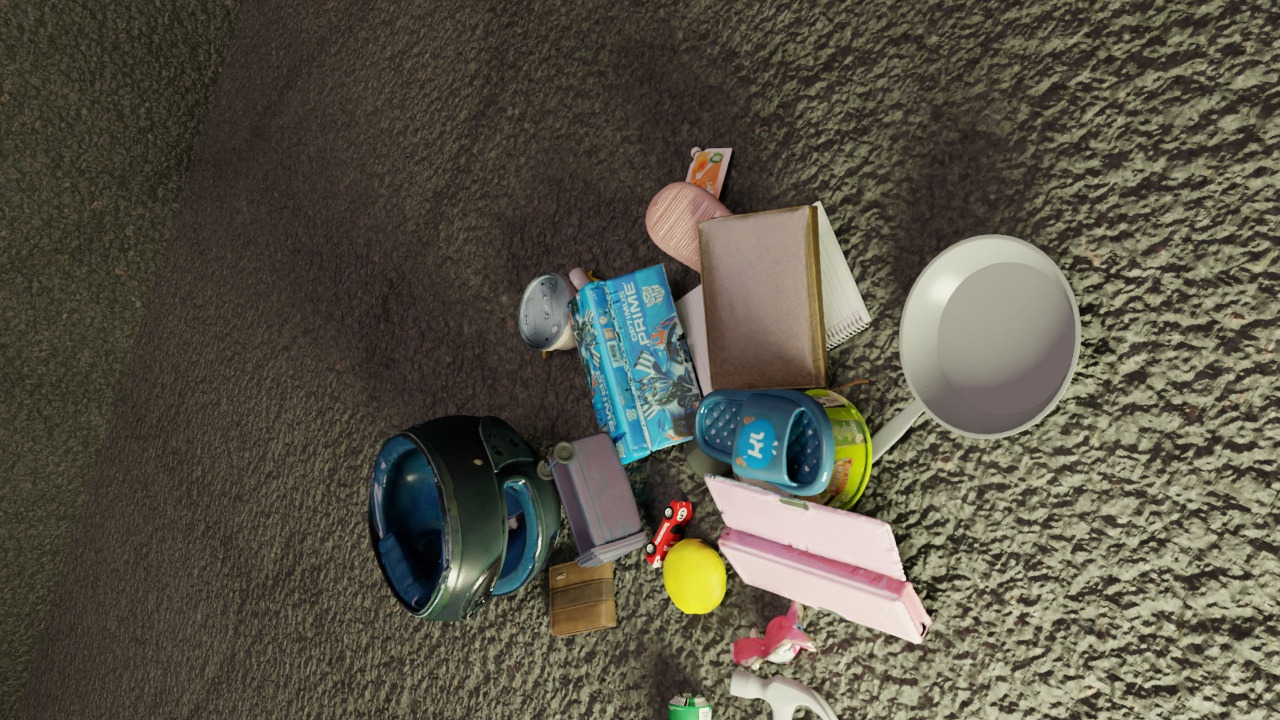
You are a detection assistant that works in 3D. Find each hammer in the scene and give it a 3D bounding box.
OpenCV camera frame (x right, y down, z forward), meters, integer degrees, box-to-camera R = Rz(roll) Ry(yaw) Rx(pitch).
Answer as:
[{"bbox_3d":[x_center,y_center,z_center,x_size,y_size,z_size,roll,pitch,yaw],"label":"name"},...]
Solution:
[{"bbox_3d":[0.149,0.504,1.010,0.125,0.029,0.311,6,91,21],"label":"hammer"}]

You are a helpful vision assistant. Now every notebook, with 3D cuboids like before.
[{"bbox_3d":[0.163,-0.069,1.075,0.190,0.034,0.215,-2,94,30],"label":"notebook"},{"bbox_3d":[0.155,-0.060,1.146,0.246,0.013,0.177,-34,59,33],"label":"notebook"}]

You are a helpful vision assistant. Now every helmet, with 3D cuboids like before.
[{"bbox_3d":[-0.227,0.218,1.282,0.316,0.235,0.249,48,117,46],"label":"helmet"}]

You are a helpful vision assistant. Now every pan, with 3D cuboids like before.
[{"bbox_3d":[0.311,0.030,0.957,0.358,0.050,0.200,-58,45,36],"label":"pan"}]

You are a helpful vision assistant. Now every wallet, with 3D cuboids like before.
[{"bbox_3d":[-0.082,0.328,1.278,0.121,0.027,0.098,-23,64,39],"label":"wallet"}]

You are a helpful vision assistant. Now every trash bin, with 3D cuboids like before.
[{"bbox_3d":[-0.063,0.186,1.211,0.094,0.092,0.160,-46,61,61],"label":"trash bin"}]

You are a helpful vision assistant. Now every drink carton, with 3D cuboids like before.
[{"bbox_3d":[0.082,-0.230,1.237,0.069,0.038,0.122,11,83,43],"label":"drink carton"}]

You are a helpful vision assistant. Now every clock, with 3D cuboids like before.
[{"bbox_3d":[-0.111,-0.075,1.361,0.158,0.058,0.116,-22,68,38],"label":"clock"}]

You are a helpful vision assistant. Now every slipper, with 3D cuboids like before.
[{"bbox_3d":[0.121,0.075,0.962,0.214,0.059,0.104,14,95,55],"label":"slipper"},{"bbox_3d":[0.099,-0.152,1.167,0.197,0.081,0.093,39,108,18],"label":"slipper"}]

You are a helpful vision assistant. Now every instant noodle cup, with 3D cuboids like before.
[{"bbox_3d":[0.173,0.103,1.020,0.146,0.097,0.146,-9,79,52],"label":"instant noodle cup"}]

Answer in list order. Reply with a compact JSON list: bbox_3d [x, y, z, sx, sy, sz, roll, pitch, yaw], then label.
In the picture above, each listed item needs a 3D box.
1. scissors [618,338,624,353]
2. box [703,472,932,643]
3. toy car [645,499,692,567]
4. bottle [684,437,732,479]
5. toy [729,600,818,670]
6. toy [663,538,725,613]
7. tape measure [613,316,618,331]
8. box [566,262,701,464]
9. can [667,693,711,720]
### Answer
[{"bbox_3d":[-0.009,-0.024,1.292,0.127,0.015,0.125,38,106,43],"label":"scissors"},{"bbox_3d":[0.177,0.209,0.973,0.233,0.179,0.039,8,48,44],"label":"box"},{"bbox_3d":[0.038,0.221,1.178,0.025,0.038,0.089,36,106,38],"label":"toy car"},{"bbox_3d":[0.107,0.097,1.125,0.109,0.060,0.060,-45,55,27],"label":"bottle"},{"bbox_3d":[0.153,0.324,1.048,0.102,0.050,0.065,-29,28,16],"label":"toy"},{"bbox_3d":[0.066,0.268,1.142,0.096,0.041,0.094,18,99,43],"label":"toy"},{"bbox_3d":[-0.007,-0.063,1.277,0.065,0.016,0.064,-56,51,16],"label":"tape measure"},{"bbox_3d":[-0.018,0.008,1.225,0.171,0.071,0.243,-22,79,36],"label":"box"},{"bbox_3d":[0.058,0.455,1.102,0.053,0.053,0.101,-8,76,42],"label":"can"}]
